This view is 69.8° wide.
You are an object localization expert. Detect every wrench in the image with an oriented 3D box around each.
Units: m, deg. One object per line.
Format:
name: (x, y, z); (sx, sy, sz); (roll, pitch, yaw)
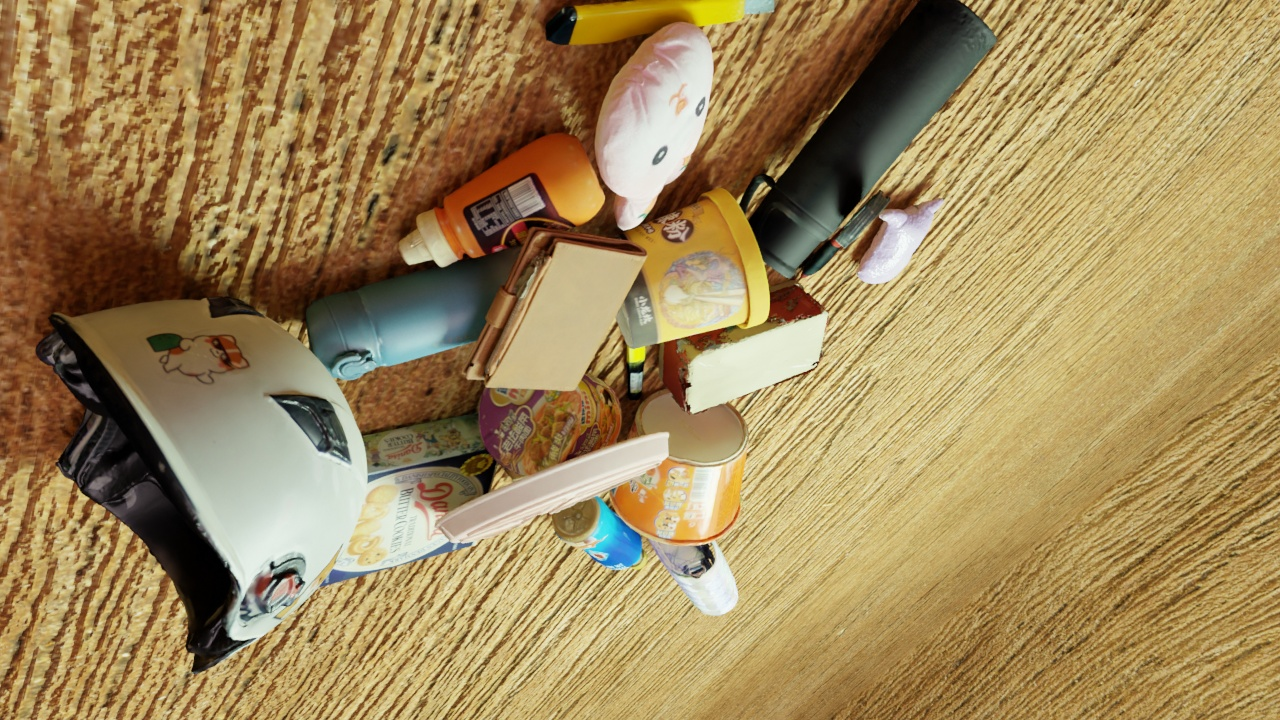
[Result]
wrench: (0.174, -0.104, 0.806); (0.056, 0.016, 0.273); (-46, 177, 0)

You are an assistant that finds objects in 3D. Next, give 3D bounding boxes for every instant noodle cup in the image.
instant noodle cup: (-0.076, 0.052, 0.845); (0.112, 0.111, 0.099); (-43, 155, 16)
instant noodle cup: (0.031, -0.070, 0.762); (0.114, 0.118, 0.119); (-18, 146, -6)
instant noodle cup: (0.047, 0.107, 0.988); (0.151, 0.151, 0.112); (-14, 135, -27)

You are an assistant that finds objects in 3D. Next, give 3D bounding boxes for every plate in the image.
plate: (-0.076, 0.121, 0.847); (0.229, 0.028, 0.230); (-21, 170, -4)

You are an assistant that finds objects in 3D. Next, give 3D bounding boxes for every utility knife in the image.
utility knife: (0.019, -0.233, 0.616); (0.180, 0.015, 0.033); (-16, 166, -25)

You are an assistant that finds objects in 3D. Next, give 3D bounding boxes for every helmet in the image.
helmet: (-0.267, 0.062, 0.605); (0.156, 0.230, 0.275); (-31, 159, -39)

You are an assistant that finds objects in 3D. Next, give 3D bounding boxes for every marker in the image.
marker: (-0.005, 0.005, 0.921); (0.018, 0.015, 0.124); (-22, 149, -15)

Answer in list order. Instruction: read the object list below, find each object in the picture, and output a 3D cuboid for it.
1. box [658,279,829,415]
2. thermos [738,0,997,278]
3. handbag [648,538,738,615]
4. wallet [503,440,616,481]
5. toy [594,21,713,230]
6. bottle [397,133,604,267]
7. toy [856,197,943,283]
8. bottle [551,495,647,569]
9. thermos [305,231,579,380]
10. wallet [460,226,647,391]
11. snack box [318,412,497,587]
box: (0.108, -0.011, 0.923); (0.168, 0.075, 0.091); (-19, 134, -21)
thermos: (0.170, -0.186, 0.752); (0.243, 0.090, 0.068); (-50, 149, 16)
handbag: (0.066, 0.250, 1.198); (0.075, 0.134, 0.194); (-31, 149, -1)
wallet: (-0.085, 0.094, 0.967); (0.115, 0.024, 0.087); (-28, 153, -3)
toy: (0.011, -0.161, 0.651); (0.121, 0.054, 0.160); (-53, 166, -18)
bottle: (-0.102, -0.106, 0.650); (0.149, 0.066, 0.067); (-24, 148, 1)
toy: (0.261, -0.119, 0.951); (0.083, 0.039, 0.108); (-13, 146, -28)
bottle: (-0.039, 0.220, 1.133); (0.065, 0.065, 0.219); (-34, 148, 3)
thermos: (-0.139, -0.041, 0.694); (0.220, 0.070, 0.070); (-19, 145, -22)
wallet: (-0.063, -0.034, 0.680); (0.107, 0.031, 0.132); (2, 126, -44)
snack box: (-0.234, 0.135, 0.874); (0.182, 0.045, 0.178); (-10, 143, -29)
